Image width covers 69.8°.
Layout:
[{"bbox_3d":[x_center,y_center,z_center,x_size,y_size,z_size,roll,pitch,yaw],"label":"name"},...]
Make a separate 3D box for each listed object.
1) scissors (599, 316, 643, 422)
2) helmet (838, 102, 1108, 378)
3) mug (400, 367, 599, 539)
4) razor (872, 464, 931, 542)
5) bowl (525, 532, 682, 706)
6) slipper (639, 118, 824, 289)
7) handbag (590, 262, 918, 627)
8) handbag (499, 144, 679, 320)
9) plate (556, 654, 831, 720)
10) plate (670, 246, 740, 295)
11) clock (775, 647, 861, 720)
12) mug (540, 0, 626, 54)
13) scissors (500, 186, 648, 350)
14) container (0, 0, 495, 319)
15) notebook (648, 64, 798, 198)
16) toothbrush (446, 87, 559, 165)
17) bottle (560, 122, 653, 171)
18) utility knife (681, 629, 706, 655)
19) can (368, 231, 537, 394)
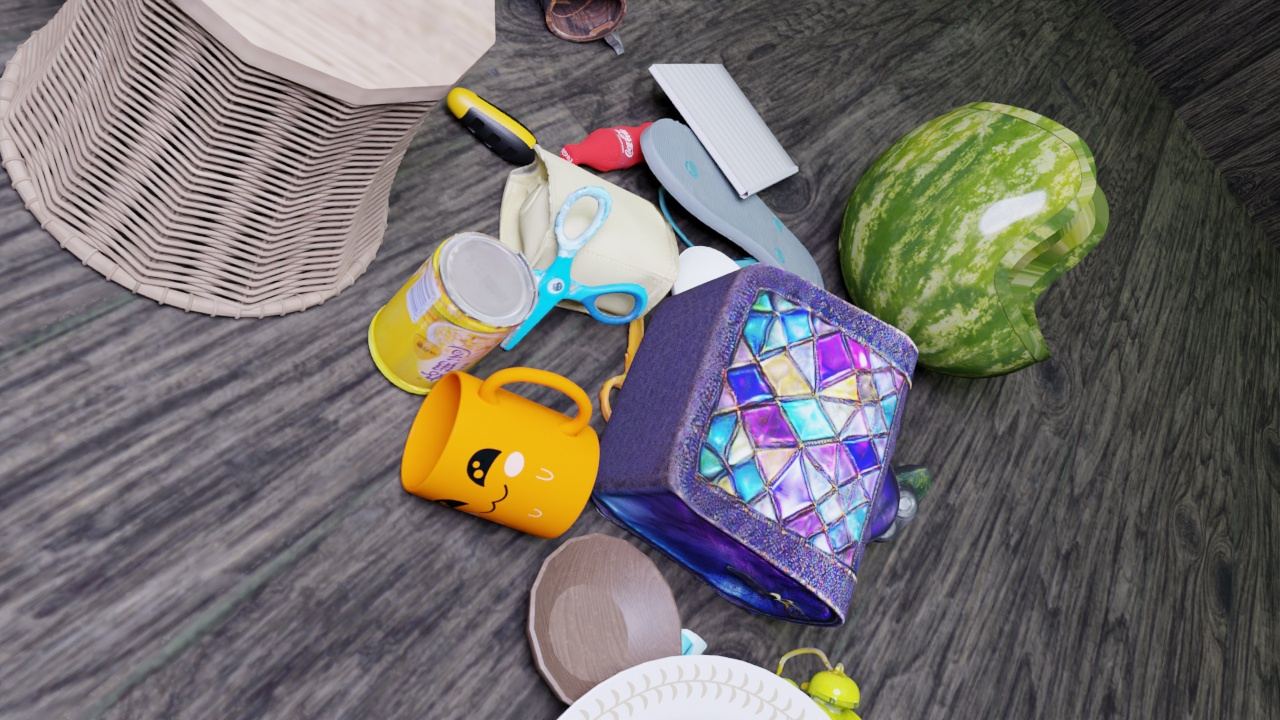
[{"bbox_3d":[-0.002,0.004,0.720,0.064,0.013,0.127,25,52,-29],"label":"scissors"},{"bbox_3d":[0.316,-0.113,0.905,0.243,0.247,0.212,29,11,28],"label":"helmet"},{"bbox_3d":[-0.076,0.047,0.557,0.096,0.113,0.077,25,32,-28],"label":"mug"},{"bbox_3d":[0.232,0.120,0.818,0.151,0.067,0.054,-10,87,-53],"label":"razor"},{"bbox_3d":[-0.028,0.171,0.584,0.117,0.030,0.117,21,53,-31],"label":"bowl"},{"bbox_3d":[0.080,-0.131,0.855,0.268,0.055,0.098,32,45,-38],"label":"slipper"},{"bbox_3d":[0.098,0.064,0.652,0.222,0.126,0.204,31,67,-22],"label":"handbag"},{"bbox_3d":[-0.040,-0.095,0.702,0.119,0.081,0.111,16,49,-32],"label":"handbag"},{"bbox_3d":[0.033,0.296,0.524,0.242,0.016,0.242,6,71,-16],"label":"plate"},{"bbox_3d":[0.062,-0.048,0.797,0.104,0.026,0.104,21,53,-32],"label":"plate"},{"bbox_3d":[0.113,0.255,0.618,0.057,0.083,0.119,19,57,-39],"label":"clock"},{"bbox_3d":[-0.051,-0.356,0.857,0.115,0.080,0.107,30,44,-60],"label":"mug"},{"bbox_3d":[-0.047,-0.054,0.645,0.137,0.134,0.011,31,13,-37],"label":"scissors"},{"bbox_3d":[-0.210,-0.167,0.507,0.226,0.197,0.226,21,53,-31],"label":"container"},{"bbox_3d":[0.089,-0.232,0.903,0.142,0.009,0.209,54,28,-1],"label":"notebook"},{"bbox_3d":[-0.073,-0.155,0.744,0.196,0.031,0.030,34,58,-27],"label":"toothbrush"},{"bbox_3d":[-0.022,-0.184,0.798,0.118,0.036,0.036,-22,81,-46],"label":"bottle"},{"bbox_3d":[-0.008,0.238,0.575,0.022,0.015,0.180,47,46,-4],"label":"utility knife"},{"bbox_3d":[-0.118,-0.028,0.570,0.067,0.105,0.067,21,53,-31],"label":"can"}]
